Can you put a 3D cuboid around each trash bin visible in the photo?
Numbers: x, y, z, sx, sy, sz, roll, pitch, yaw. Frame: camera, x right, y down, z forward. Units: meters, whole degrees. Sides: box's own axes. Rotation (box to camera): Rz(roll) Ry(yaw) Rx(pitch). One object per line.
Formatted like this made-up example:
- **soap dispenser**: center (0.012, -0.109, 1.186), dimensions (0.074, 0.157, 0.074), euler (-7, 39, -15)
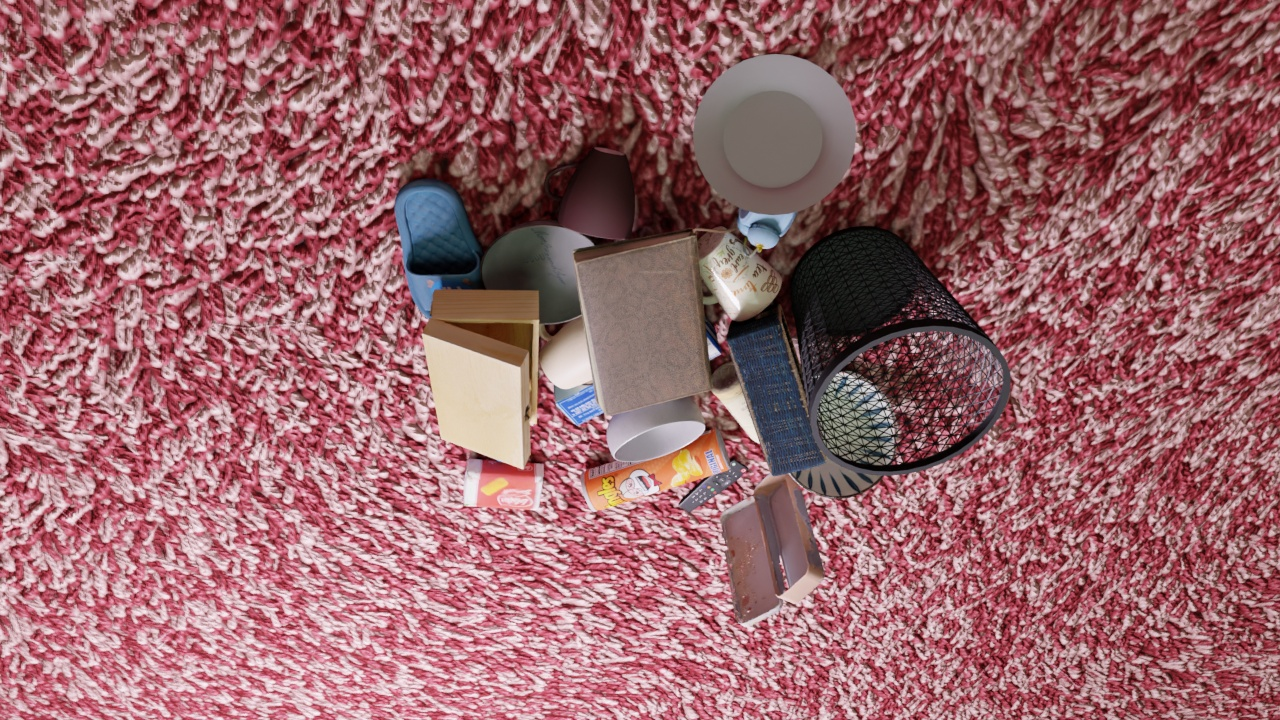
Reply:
- **trash bin**: center (0.282, -0.027, 1.089), dimensions (0.217, 0.242, 0.217), euler (-3, 129, -4)

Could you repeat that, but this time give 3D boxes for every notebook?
- **notebook**: center (0.026, -0.049, 1.090), dimensions (0.190, 0.034, 0.216), euler (-13, 120, -6)

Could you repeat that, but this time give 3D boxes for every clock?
- **clock**: center (0.145, -0.177, 1.050), dimensions (0.051, 0.088, 0.125), euler (14, 111, -11)

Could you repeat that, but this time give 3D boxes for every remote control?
- **remote control**: center (0.109, 0.191, 1.402), dimensions (0.039, 0.010, 0.125), euler (33, 119, -28)

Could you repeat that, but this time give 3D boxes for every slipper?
- **slipper**: center (-0.236, -0.114, 1.088), dimensions (0.104, 0.059, 0.214), euler (-8, 128, 4)

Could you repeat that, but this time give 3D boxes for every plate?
- **plate**: center (0.143, -0.242, 0.991), dimensions (0.173, 0.019, 0.172), euler (0, 89, 4)

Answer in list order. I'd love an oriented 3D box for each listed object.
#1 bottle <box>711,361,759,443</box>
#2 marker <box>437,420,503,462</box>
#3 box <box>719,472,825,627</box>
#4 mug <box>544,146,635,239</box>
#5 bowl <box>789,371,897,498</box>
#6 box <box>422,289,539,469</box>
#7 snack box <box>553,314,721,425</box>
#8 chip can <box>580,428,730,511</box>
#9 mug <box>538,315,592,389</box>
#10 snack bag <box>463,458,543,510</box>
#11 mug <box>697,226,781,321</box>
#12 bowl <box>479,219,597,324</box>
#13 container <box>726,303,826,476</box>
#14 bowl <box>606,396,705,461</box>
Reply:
- **bottle**: center (0.159, 0.070, 1.278), dimensions (0.057, 0.056, 0.162), euler (-29, 126, 17)
- **marker**: center (-0.236, 0.112, 1.298), dimensions (0.123, 0.018, 0.015), euler (36, 116, -29)
- **box**: center (0.182, 0.269, 1.342), dimensions (0.058, 0.216, 0.154), euler (31, 118, -25)
- **mug**: center (-0.056, -0.196, 1.035), dimensions (0.114, 0.087, 0.088), euler (19, 111, 15)
- **bowl**: center (0.264, 0.104, 1.288), dimensions (0.177, 0.177, 0.071), euler (4, 173, -9)
- **box**: center (-0.193, 0.030, 1.128), dimensions (0.140, 0.122, 0.249), euler (-2, 147, -9)
- **snack box**: center (-0.007, 0.007, 1.210), dimensions (0.227, 0.059, 0.059), euler (-26, 130, 17)
- **chip can**: center (0.022, 0.160, 1.334), dimensions (0.210, 0.062, 0.062), euler (-19, 129, 10)
- **mug**: center (-0.081, -0.026, 1.170), dimensions (0.104, 0.085, 0.111), euler (-34, 97, 25)
- **snack bag**: center (-0.201, 0.183, 1.348), dimensions (0.116, 0.036, 0.077), euler (5, 128, -10)
- **mug**: center (0.097, -0.104, 1.131), dimensions (0.122, 0.080, 0.097), euler (-19, 126, 45)
- **bowl**: center (-0.114, -0.117, 1.097), dimensions (0.150, 0.056, 0.151), euler (-3, 133, -3)
- **container**: center (0.169, 0.034, 1.152), dimensions (0.071, 0.145, 0.187), euler (-18, 99, 12)
- **bowl**: center (0.016, 0.083, 1.256), dimensions (0.131, 0.064, 0.132), euler (-16, 157, -7)
